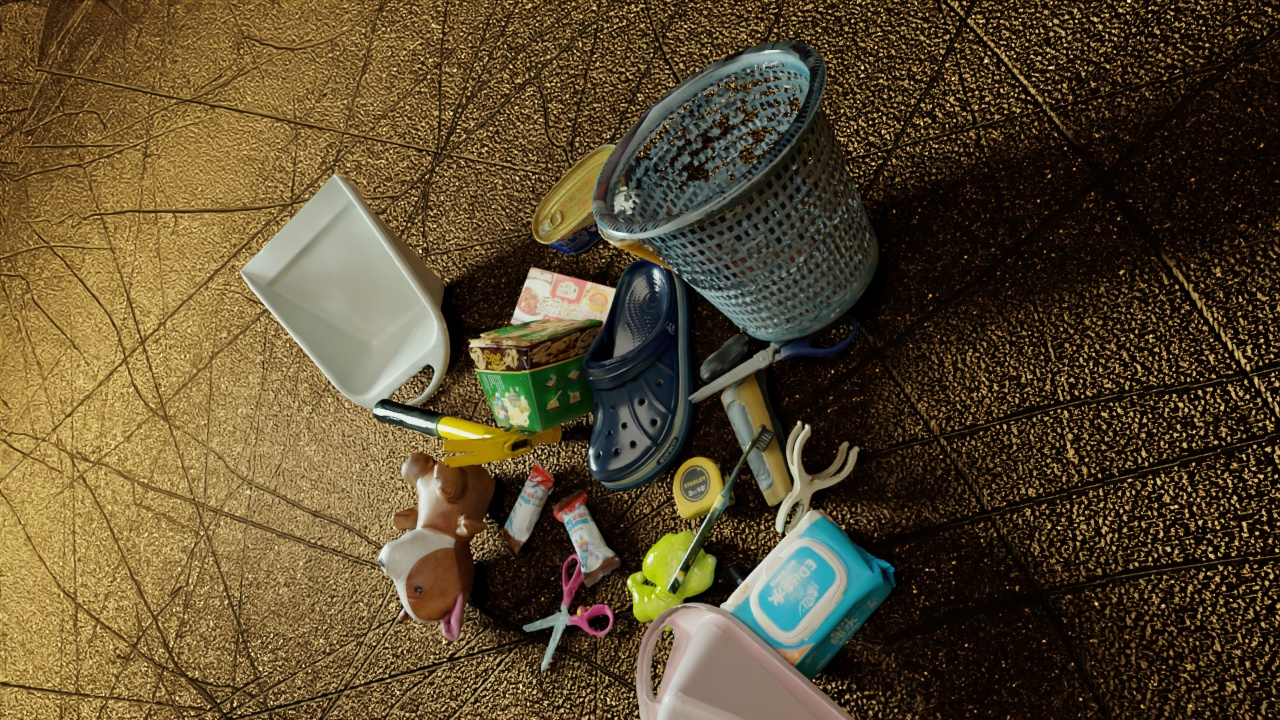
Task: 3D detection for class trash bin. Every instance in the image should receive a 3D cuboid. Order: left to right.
[{"bbox_3d":[0.103,-0.130,0.813,0.227,0.195,0.226,-27,36,22],"label":"trash bin"}]

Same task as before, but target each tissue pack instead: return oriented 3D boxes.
[{"bbox_3d":[0.139,0.201,0.775,0.140,0.063,0.090,-48,52,3],"label":"tissue pack"}]

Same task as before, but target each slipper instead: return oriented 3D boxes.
[{"bbox_3d":[-0.006,0.006,0.949,0.105,0.095,0.252,-5,69,40],"label":"slipper"}]

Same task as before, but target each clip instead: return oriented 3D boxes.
[{"bbox_3d":[0.141,0.096,0.810,0.101,0.096,0.035,-39,9,-1],"label":"clip"}]

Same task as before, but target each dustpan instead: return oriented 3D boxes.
[{"bbox_3d":[-0.369,-0.062,1.197,0.223,0.257,0.142,-36,33,24],"label":"dustpan"},{"bbox_3d":[0.099,0.329,0.762,0.273,0.138,0.223,24,116,16],"label":"dustpan"}]

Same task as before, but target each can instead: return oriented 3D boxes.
[{"bbox_3d":[-0.061,-0.187,1.081,0.148,0.049,0.074,-40,54,22],"label":"can"},{"bbox_3d":[0.026,-0.125,0.927,0.058,0.145,0.058,-13,70,39],"label":"can"}]

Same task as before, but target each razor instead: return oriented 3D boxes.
[{"bbox_3d":[0.104,0.057,0.866,0.062,0.067,0.167,-44,57,47],"label":"razor"}]

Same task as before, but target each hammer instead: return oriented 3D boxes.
[{"bbox_3d":[-0.234,0.079,1.101,0.301,0.128,0.033,7,106,46],"label":"hammer"}]

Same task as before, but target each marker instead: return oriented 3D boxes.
[{"bbox_3d":[0.117,0.231,0.826,0.018,0.015,0.124,-50,52,9],"label":"marker"}]

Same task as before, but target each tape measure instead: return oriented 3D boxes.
[{"bbox_3d":[0.062,0.124,0.896,0.060,0.029,0.057,-28,61,29],"label":"tape measure"}]

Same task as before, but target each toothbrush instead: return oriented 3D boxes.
[{"bbox_3d":[0.073,0.140,0.846,0.017,0.012,0.186,31,103,15],"label":"toothbrush"}]

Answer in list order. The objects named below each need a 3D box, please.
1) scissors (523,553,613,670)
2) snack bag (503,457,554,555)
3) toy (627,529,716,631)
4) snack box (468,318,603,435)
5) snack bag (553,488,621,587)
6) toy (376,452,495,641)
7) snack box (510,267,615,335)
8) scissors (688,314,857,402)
[{"bbox_3d":[-0.080,0.264,0.975,0.134,0.017,0.125,-24,64,35],"label":"scissors"},{"bbox_3d":[-0.127,0.165,1.037,0.048,0.026,0.104,33,97,52],"label":"snack bag"},{"bbox_3d":[0.028,0.212,0.893,0.097,0.031,0.100,8,85,37],"label":"toy"},{"bbox_3d":[-0.110,0.016,1.008,0.118,0.117,0.106,4,107,45],"label":"snack box"},{"bbox_3d":[-0.058,0.187,0.972,0.045,0.026,0.105,-31,55,0],"label":"snack bag"},{"bbox_3d":[-0.236,0.210,1.052,0.140,0.130,0.199,4,87,55],"label":"toy"},{"bbox_3d":[-0.084,-0.060,1.074,0.153,0.025,0.075,19,88,41],"label":"snack box"},{"bbox_3d":[0.126,0.003,0.845,0.105,0.012,0.174,30,69,30],"label":"scissors"}]
